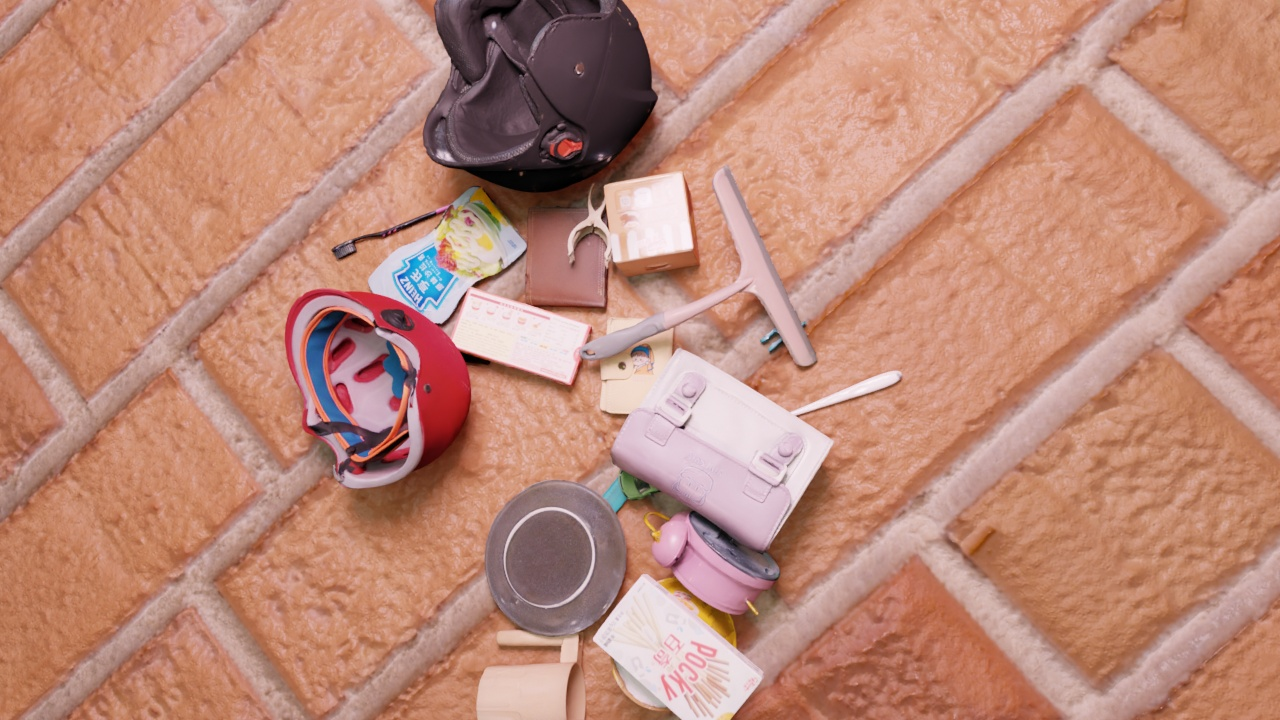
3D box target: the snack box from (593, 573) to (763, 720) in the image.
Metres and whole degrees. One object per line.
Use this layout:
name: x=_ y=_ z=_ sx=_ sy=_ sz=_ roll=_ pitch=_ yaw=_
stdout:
snack box: x=0.037 y=0.298 z=0.924 sx=0.157 sy=0.027 sz=0.085 roll=38 pitch=92 yaw=13

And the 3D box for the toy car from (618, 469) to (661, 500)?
toy car: x=0.020 y=0.131 z=1.048 sx=0.091 sy=0.036 sz=0.043 roll=-16 pitch=93 yaw=0

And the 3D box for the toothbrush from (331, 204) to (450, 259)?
toothbrush: x=-0.306 y=-0.167 z=1.164 sx=0.189 sy=0.014 sz=0.018 roll=-19 pitch=90 yaw=7

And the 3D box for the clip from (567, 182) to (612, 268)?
clip: x=-0.044 y=-0.152 z=1.080 sx=0.093 sy=0.035 sz=0.103 roll=30 pitch=76 yaw=8

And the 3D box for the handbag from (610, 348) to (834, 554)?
handbag: x=0.085 y=0.097 z=0.988 sx=0.197 sy=0.098 sz=0.144 roll=31 pitch=80 yaw=12

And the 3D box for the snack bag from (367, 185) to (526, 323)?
snack bag: x=-0.241 y=-0.120 z=1.135 sx=0.191 sy=0.039 sz=0.110 roll=-40 pitch=89 yaw=5

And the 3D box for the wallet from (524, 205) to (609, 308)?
wallet: x=-0.087 y=-0.124 z=1.110 sx=0.101 sy=0.032 sz=0.124 roll=1 pitch=84 yaw=8

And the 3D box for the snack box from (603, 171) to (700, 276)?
snack box: x=0.015 y=-0.157 z=1.070 sx=0.093 sy=0.077 sz=0.094 roll=-9 pitch=81 yaw=9

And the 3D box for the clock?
clock: x=0.072 y=0.210 z=0.998 sx=0.158 sy=0.117 sz=0.060 roll=35 pitch=102 yaw=11

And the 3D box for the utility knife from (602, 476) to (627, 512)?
utility knife: x=-0.007 y=0.129 z=1.072 sx=0.029 sy=0.013 sz=0.216 roll=39 pitch=91 yaw=9

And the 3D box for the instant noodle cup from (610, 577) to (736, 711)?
instant noodle cup: x=0.030 y=0.312 z=0.994 sx=0.138 sy=0.109 sz=0.138 roll=-1 pitch=84 yaw=11

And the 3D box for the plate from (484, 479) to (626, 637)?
plate: x=-0.103 y=0.226 z=1.059 sx=0.180 sy=0.024 sz=0.179 roll=-4 pitch=76 yaw=16

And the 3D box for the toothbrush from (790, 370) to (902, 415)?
toothbrush: x=0.210 y=0.047 z=1.040 sx=0.180 sy=0.016 sz=0.016 roll=-21 pitch=82 yaw=7

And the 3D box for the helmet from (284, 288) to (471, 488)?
helmet: x=-0.293 y=0.021 z=1.068 sx=0.207 sy=0.143 sz=0.240 roll=-46 pitch=72 yaw=32

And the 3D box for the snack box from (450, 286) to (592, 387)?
snack box: x=-0.143 y=-0.028 z=1.097 sx=0.156 sy=0.027 sz=0.077 roll=18 pitch=82 yaw=5

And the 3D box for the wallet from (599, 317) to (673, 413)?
wallet: x=-0.006 y=0.006 z=1.082 sx=0.087 sy=0.024 sz=0.115 roll=2 pitch=85 yaw=12

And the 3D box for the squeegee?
squeegee: x=0.038 y=-0.050 z=1.030 sx=0.250 sy=0.040 sz=0.248 roll=-24 pitch=108 yaw=15

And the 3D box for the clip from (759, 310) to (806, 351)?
clip: x=0.164 y=-0.034 z=1.060 sx=0.056 sy=0.014 sz=0.043 roll=-38 pitch=78 yaw=2

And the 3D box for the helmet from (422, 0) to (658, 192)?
helmet: x=-0.111 y=-0.304 z=1.036 sx=0.275 sy=0.230 sz=0.233 roll=-51 pitch=48 yaw=4

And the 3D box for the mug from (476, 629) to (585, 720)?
mug: x=-0.120 y=0.365 z=1.038 sx=0.104 sy=0.084 sz=0.124 roll=-5 pitch=58 yaw=11

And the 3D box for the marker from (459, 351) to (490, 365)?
marker: x=-0.248 y=-0.013 z=1.130 sx=0.132 sy=0.020 sz=0.022 roll=7 pitch=109 yaw=11
